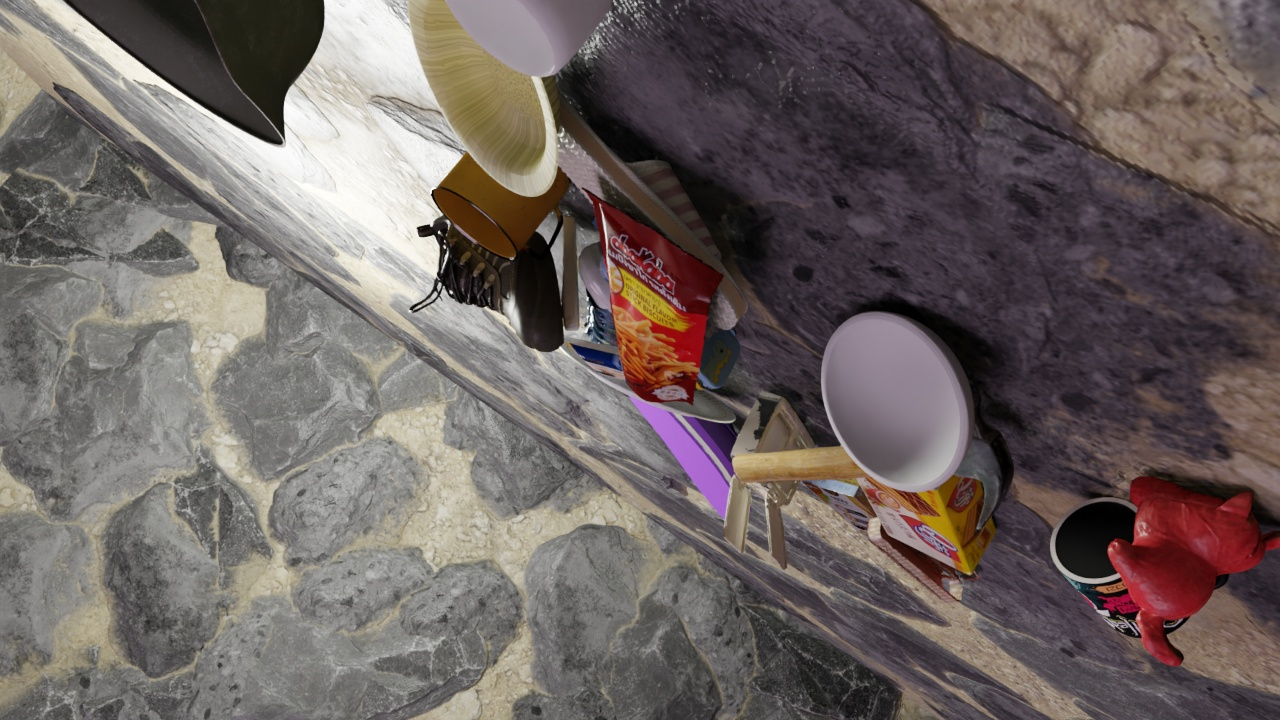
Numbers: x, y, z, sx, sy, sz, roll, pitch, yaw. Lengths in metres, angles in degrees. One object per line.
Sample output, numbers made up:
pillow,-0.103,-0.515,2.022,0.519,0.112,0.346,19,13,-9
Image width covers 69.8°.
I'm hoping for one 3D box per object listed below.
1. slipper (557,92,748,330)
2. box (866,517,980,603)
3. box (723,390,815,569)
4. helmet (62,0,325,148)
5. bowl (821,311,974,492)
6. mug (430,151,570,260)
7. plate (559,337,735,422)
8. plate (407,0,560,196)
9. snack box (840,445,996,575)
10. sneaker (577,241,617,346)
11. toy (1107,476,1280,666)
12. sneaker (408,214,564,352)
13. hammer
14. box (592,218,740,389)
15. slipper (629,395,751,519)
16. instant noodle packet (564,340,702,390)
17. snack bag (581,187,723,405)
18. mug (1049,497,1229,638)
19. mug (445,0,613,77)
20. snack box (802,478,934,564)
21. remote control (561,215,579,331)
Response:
slipper,0.000,-0.135,0.768,0.263,0.052,0.115,46,169,-4
box,0.363,0.246,1.167,0.187,0.071,0.056,39,-156,-24
box,0.153,0.145,1.084,0.058,0.187,0.144,6,155,32
helmet,-0.359,-0.320,0.753,0.227,0.153,0.268,29,170,18
bowl,0.214,0.029,0.741,0.149,0.043,0.150,33,132,47
mug,-0.122,-0.156,0.879,0.123,0.094,0.101,43,163,-25
plate,0.006,0.029,1.155,0.242,0.016,0.242,23,-171,-4
plate,-0.108,-0.217,0.702,0.184,0.036,0.185,41,152,27
snack box,0.297,0.138,0.962,0.110,0.061,0.230,24,162,38
sneaker,-0.031,-0.050,1.004,0.087,0.079,0.235,64,-175,27
toy,0.397,0.152,0.661,0.088,0.132,0.094,31,161,-30
sneaker,-0.173,-0.093,0.958,0.101,0.142,0.238,93,153,-43
hammer,0.203,0.099,0.879,0.331,0.033,0.132,-14,108,56
box,0.019,-0.058,0.932,0.073,0.085,0.209,2,146,46
slipper,0.090,0.100,1.303,0.266,0.083,0.107,51,159,17
instant noodle packet,-0.006,0.006,0.978,0.134,0.026,0.087,12,167,20
snack bag,0.012,-0.050,0.788,0.139,0.066,0.208,43,157,22
mug,0.425,0.173,0.771,0.118,0.081,0.098,-19,129,44
mug,-0.076,-0.235,0.566,0.115,0.068,0.094,30,165,20
snack box,0.313,0.209,1.224,0.186,0.031,0.101,41,165,-24
remote control,-0.074,-0.092,0.965,0.018,0.125,0.038,-1,162,-1
